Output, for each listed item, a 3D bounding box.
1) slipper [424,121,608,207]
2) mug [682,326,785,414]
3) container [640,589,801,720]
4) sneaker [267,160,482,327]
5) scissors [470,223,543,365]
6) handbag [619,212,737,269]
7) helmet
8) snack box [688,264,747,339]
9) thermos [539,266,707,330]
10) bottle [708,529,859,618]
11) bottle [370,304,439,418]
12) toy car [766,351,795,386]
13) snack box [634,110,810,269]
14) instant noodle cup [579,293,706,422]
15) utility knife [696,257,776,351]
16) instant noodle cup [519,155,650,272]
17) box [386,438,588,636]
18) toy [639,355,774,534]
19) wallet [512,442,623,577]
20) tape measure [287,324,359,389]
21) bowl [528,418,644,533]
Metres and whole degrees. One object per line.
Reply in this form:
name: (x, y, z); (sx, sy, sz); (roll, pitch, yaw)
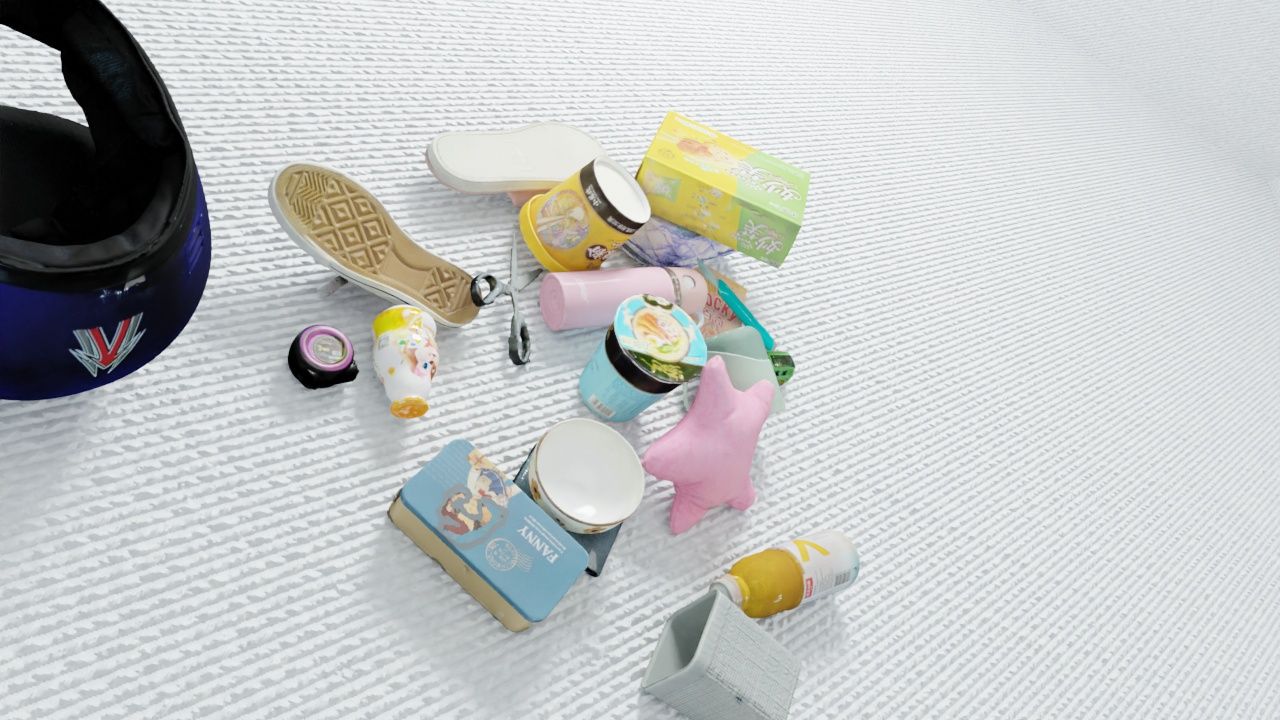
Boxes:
slipper: (-0.147, -0.240, 1.131); (0.273, 0.055, 0.114); (-19, 70, -45)
mug: (0.101, 0.024, 1.075); (0.112, 0.082, 0.106); (-18, 86, 2)
container: (0.079, 0.292, 0.859); (0.114, 0.090, 0.090); (39, 44, -8)
sneaker: (-0.271, -0.105, 0.920); (0.241, 0.088, 0.118); (36, 64, -36)
scissors: (-0.138, -0.074, 1.006); (0.181, 0.014, 0.159); (-19, 96, -69)
handbag: (0.055, -0.183, 1.207); (0.134, 0.076, 0.193); (42, 41, 24)
helmet: (-0.467, -0.122, 0.675); (0.246, 0.241, 0.315); (-24, 83, -44)
snack box: (0.088, -0.054, 1.173); (0.084, 0.026, 0.156); (28, 46, -15)
thermos: (-0.013, -0.065, 1.071); (0.198, 0.067, 0.087); (-5, 73, -31)
bottle: (0.152, 0.229, 0.971); (0.189, 0.068, 0.068); (-7, 62, -38)
bottle: (-0.226, 0.002, 0.884); (0.063, 0.063, 0.108); (8, 54, -31)
toy car: (0.157, 0.009, 1.168); (0.091, 0.036, 0.043); (-4, 62, -33)
snack box: (0.103, -0.219, 1.155); (0.210, 0.070, 0.157); (23, 38, -2)
instant noodle cup: (-0.006, 0.006, 0.994); (0.111, 0.121, 0.111); (18, 51, -23)
utility knife: (0.124, -0.067, 1.165); (0.196, 0.013, 0.029); (44, 41, -37)
instant noodle cup: (-0.060, -0.168, 1.073); (0.118, 0.115, 0.118); (36, 35, -31)
box: (-0.132, 0.162, 0.823); (0.184, 0.064, 0.089); (40, 51, 1)
toy: (0.071, 0.087, 0.966); (0.178, 0.195, 0.075); (-6, 22, -40)
wallet: (-0.074, 0.146, 0.914); (0.121, 0.019, 0.097); (34, 45, -6)
tape measure: (-0.298, -0.002, 0.855); (0.057, 0.039, 0.058); (-16, 72, -42)
bowl: (-0.060, 0.119, 0.887); (0.113, 0.062, 0.113); (16, 51, -22)
